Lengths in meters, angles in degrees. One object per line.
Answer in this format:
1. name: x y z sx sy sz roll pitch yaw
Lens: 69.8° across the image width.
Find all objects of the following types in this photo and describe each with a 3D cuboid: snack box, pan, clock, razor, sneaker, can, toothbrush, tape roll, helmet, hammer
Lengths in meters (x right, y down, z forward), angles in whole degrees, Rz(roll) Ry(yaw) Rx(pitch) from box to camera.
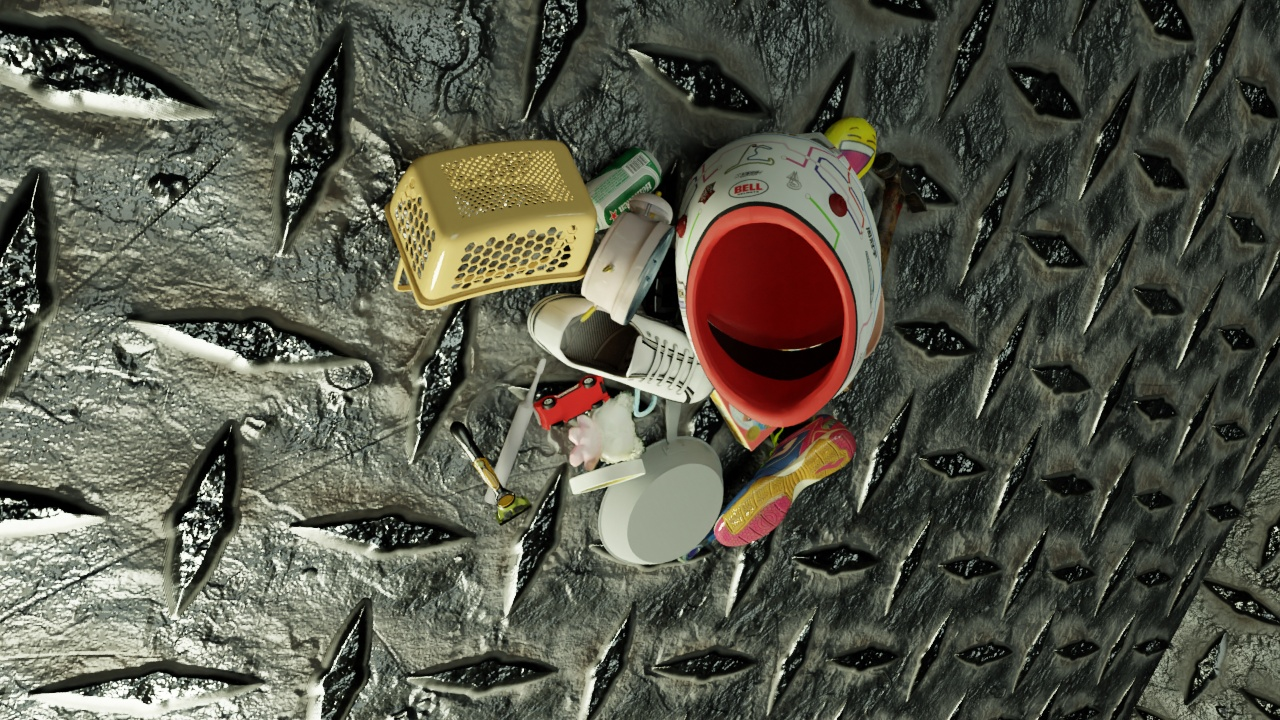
1. snack box: 0.165 0.027 1.253 0.144 0.040 0.142 -41 128 -11
2. pan: 0.042 0.126 1.220 0.200 0.051 0.357 -10 119 -30
3. clock: -0.008 -0.115 0.988 0.157 0.059 0.117 -61 176 -35
4. razor: 0.111 0.248 1.335 0.140 0.018 0.044 -39 128 -13
5. sneaker: -0.004 -0.008 1.057 0.245 0.097 0.091 23 95 -26
6. razor: -0.180 0.128 1.066 0.044 0.021 0.144 -31 112 -5
7. can: -0.025 -0.190 1.015 0.101 0.053 0.053 -42 128 -11
8. toothbrush: -0.145 0.083 1.083 0.018 0.019 0.188 17 102 -19
9. tape roll: -0.041 0.145 1.141 0.093 0.094 0.019 -10 79 -30
10. sneaker: 0.197 0.170 1.320 0.242 0.091 0.116 -39 125 0
11. helmet: 0.160 -0.107 1.062 0.235 0.231 0.315 -54 135 -62
12. hammer: 0.311 -0.108 1.213 0.120 0.033 0.329 37 65 -38

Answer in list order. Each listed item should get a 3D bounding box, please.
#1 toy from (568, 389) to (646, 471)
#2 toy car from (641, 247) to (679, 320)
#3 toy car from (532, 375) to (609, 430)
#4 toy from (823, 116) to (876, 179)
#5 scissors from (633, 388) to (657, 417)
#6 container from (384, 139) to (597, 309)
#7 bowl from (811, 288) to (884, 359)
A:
1. toy: -0.047 0.092 1.137 0.108 0.041 0.096 -19 106 -33
2. toy car: 0.029 -0.090 1.109 0.042 0.036 0.092 -7 115 -31
3. toy car: -0.083 0.049 1.101 0.089 0.025 0.038 -28 124 -14
4. toy: 0.264 -0.268 1.181 0.095 0.041 0.094 6 113 -37
5. scissors: -0.005 0.009 1.126 0.125 0.014 0.130 -7 98 -20
6. container: -0.152 -0.129 0.922 0.183 0.129 0.167 -15 161 -28
7. bowl: 0.255 -0.071 1.232 0.152 0.076 0.153 2 87 -43
